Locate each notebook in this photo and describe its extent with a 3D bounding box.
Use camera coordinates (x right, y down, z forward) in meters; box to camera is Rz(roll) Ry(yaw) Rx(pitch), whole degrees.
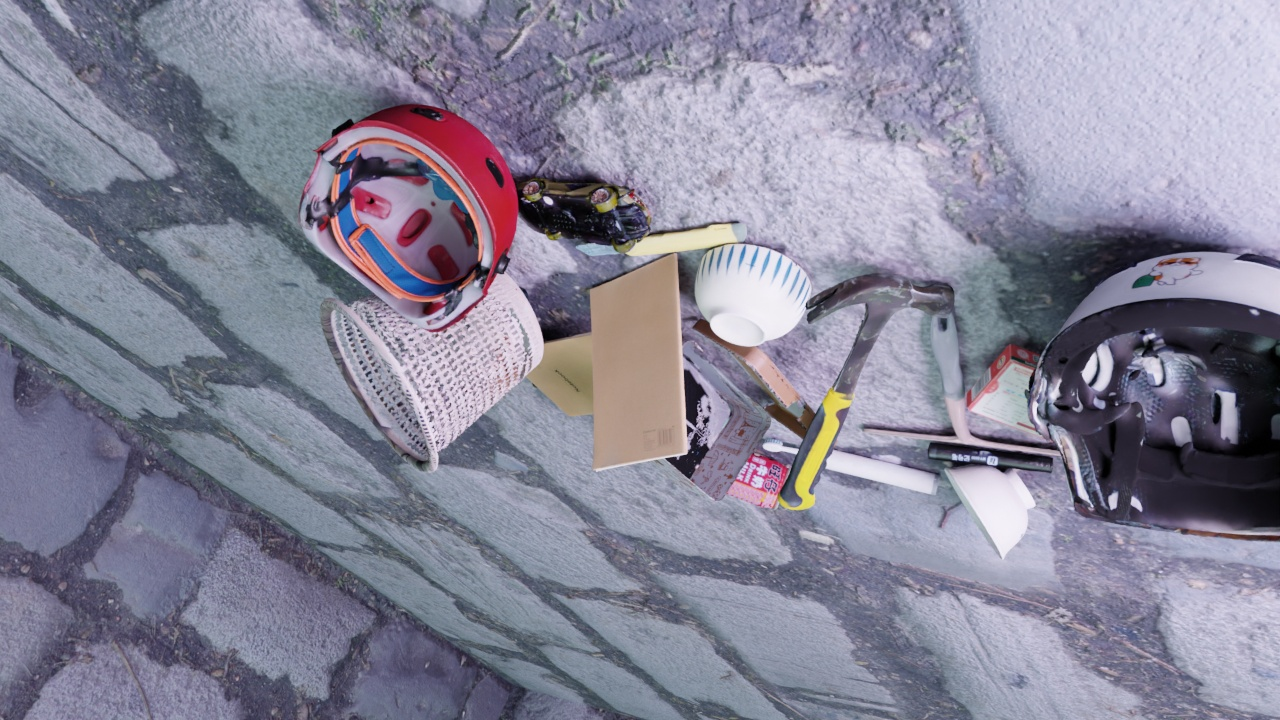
[{"bbox_3d":[-0.006,0.006,0.985,0.012,0.211,0.150,8,163,-38],"label":"notebook"},{"bbox_3d":[-0.074,0.022,1.180,0.208,0.008,0.148,-9,135,48],"label":"notebook"}]

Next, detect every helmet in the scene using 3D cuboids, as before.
[{"bbox_3d":[-0.207,-0.163,0.910,0.207,0.143,0.241,39,137,-10],"label":"helmet"},{"bbox_3d":[0.438,0.014,0.716,0.231,0.156,0.274,-4,130,41],"label":"helmet"}]

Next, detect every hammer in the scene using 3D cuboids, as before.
[{"bbox_3d":[0.197,0.043,0.936,0.126,0.031,0.324,8,133,-6],"label":"hammer"}]

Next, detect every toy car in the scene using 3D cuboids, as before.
[{"bbox_3d":[-0.062,-0.151,0.921,0.158,0.042,0.070,12,149,28],"label":"toy car"}]

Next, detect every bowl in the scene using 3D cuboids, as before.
[{"bbox_3d":[0.407,0.159,1.048,0.065,0.118,0.118,-32,129,9],"label":"bowl"},{"bbox_3d":[0.107,-0.057,0.919,0.116,0.066,0.117,16,153,8],"label":"bowl"}]

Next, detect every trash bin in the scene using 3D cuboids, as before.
[{"bbox_3d":[-0.230,-0.013,1.073,0.227,0.191,0.228,39,148,30],"label":"trash bin"}]

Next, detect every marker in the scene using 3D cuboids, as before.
[{"bbox_3d":[0.393,0.109,1.034,0.132,0.020,0.022,5,176,24],"label":"marker"}]

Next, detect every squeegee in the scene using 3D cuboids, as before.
[{"bbox_3d":[0.325,0.033,0.946,0.248,0.040,0.250,5,145,31],"label":"squeegee"}]

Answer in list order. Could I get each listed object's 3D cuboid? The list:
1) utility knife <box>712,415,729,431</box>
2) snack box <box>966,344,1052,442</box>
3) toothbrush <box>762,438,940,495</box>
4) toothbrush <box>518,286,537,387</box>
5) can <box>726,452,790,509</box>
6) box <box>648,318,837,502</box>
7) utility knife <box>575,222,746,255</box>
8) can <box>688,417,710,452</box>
[{"bbox_3d":[0.081,0.091,1.234,0.034,0.018,0.205,38,146,-22],"label":"utility knife"},{"bbox_3d":[0.405,0.043,0.884,0.156,0.026,0.077,21,135,-3],"label":"snack box"},{"bbox_3d":[0.262,0.130,1.157,0.221,0.026,0.027,12,122,20],"label":"toothbrush"},{"bbox_3d":[-0.146,-0.023,1.203,0.026,0.027,0.213,54,164,29],"label":"toothbrush"},{"bbox_3d":[0.149,0.158,1.242,0.094,0.066,0.067,20,150,7],"label":"can"},{"bbox_3d":[0.095,0.067,1.036,0.183,0.156,0.194,42,167,-31],"label":"box"},{"bbox_3d":[0.019,-0.119,0.937,0.207,0.021,0.031,-6,138,31],"label":"utility knife"},{"bbox_3d":[0.037,0.096,1.214,0.083,0.057,0.102,42,144,-8],"label":"can"}]
